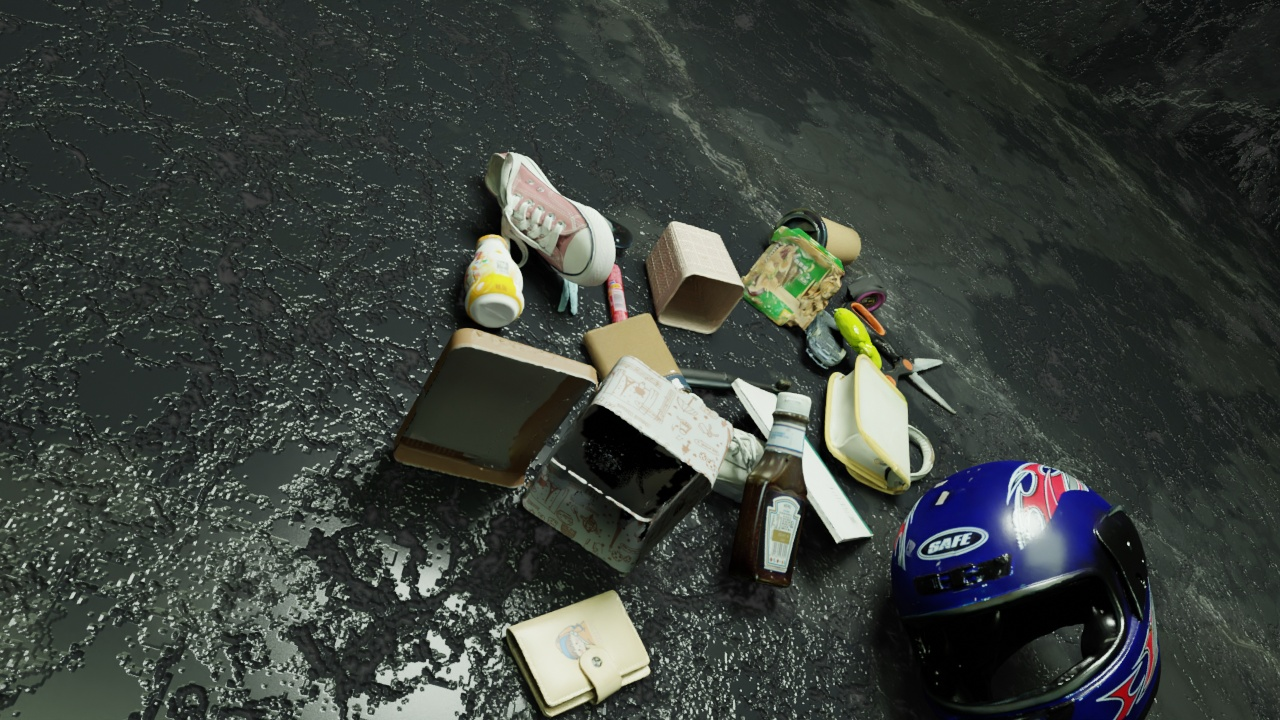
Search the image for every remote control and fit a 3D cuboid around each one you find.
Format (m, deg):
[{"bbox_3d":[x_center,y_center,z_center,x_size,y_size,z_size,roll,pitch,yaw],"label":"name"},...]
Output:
[{"bbox_3d":[-0.074,-0.178,1.184,0.136,0.024,0.053,25,40,-15],"label":"remote control"}]

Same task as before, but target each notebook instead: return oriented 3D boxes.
[{"bbox_3d":[0.188,0.115,1.050,0.209,0.012,0.150,58,17,22],"label":"notebook"}]

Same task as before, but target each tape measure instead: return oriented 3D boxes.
[{"bbox_3d":[0.339,-0.102,1.379,0.058,0.057,0.039,56,14,-50],"label":"tape measure"}]

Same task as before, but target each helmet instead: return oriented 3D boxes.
[{"bbox_3d":[0.372,0.234,0.928,0.240,0.248,0.314,59,35,-2],"label":"helmet"}]

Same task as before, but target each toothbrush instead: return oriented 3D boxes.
[{"bbox_3d":[0.099,0.025,1.110,0.212,0.027,0.026,6,42,-31],"label":"toothbrush"}]

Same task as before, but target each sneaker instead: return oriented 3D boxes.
[{"bbox_3d":[0.080,0.089,0.987,0.242,0.091,0.089,14,46,-25],"label":"sneaker"},{"bbox_3d":[-0.125,-0.169,1.076,0.087,0.118,0.241,-5,43,-46],"label":"sneaker"}]

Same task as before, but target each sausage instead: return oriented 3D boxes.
[{"bbox_3d":[-0.027,-0.063,1.111,0.020,0.020,0.155,13,46,-26],"label":"sausage"}]

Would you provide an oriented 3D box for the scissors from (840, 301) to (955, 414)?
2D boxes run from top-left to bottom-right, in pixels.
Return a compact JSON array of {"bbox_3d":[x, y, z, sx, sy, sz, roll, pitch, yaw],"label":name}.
[{"bbox_3d":[0.364,0.003,1.329,0.233,0.022,0.221,-20,70,-45],"label":"scissors"}]

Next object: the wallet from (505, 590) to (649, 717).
[{"bbox_3d":[-0.049,0.252,0.791,0.115,0.024,0.087,-8,58,-41],"label":"wallet"}]

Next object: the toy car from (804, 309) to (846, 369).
[{"bbox_3d":[0.254,-0.031,1.268,0.054,0.037,0.120,40,30,-8],"label":"toy car"}]

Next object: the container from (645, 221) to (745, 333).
[{"bbox_3d":[0.065,-0.109,1.169,0.090,0.090,0.110,11,44,-27],"label":"container"}]

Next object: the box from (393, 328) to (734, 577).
[{"bbox_3d":[-0.072,0.072,0.825,0.259,0.179,0.110,33,40,-5],"label":"box"}]

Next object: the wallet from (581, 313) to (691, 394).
[{"bbox_3d":[-0.006,0.006,1.031,0.090,0.033,0.115,-20,61,-12],"label":"wallet"}]

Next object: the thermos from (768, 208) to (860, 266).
[{"bbox_3d":[0.268,-0.178,1.384,0.143,0.093,0.093,0,52,-46],"label":"thermos"}]

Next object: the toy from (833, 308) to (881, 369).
[{"bbox_3d":[0.296,-0.030,1.246,0.100,0.031,0.096,58,10,-1],"label":"toy"}]

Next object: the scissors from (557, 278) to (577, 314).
[{"bbox_3d":[-0.092,-0.106,1.112,0.073,0.017,0.137,22,46,-9],"label":"scissors"}]

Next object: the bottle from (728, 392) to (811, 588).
[{"bbox_3d":[0.140,0.131,0.939,0.079,0.044,0.194,22,77,-43],"label":"bottle"}]

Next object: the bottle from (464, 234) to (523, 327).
[{"bbox_3d":[-0.161,-0.089,1.006,0.063,0.063,0.108,13,45,-25],"label":"bottle"}]

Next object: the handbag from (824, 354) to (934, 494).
[{"bbox_3d":[0.312,0.100,1.177,0.178,0.063,0.163,40,38,-19],"label":"handbag"}]

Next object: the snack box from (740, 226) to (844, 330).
[{"bbox_3d":[0.217,-0.122,1.282,0.117,0.118,0.105,39,28,2],"label":"snack box"}]
